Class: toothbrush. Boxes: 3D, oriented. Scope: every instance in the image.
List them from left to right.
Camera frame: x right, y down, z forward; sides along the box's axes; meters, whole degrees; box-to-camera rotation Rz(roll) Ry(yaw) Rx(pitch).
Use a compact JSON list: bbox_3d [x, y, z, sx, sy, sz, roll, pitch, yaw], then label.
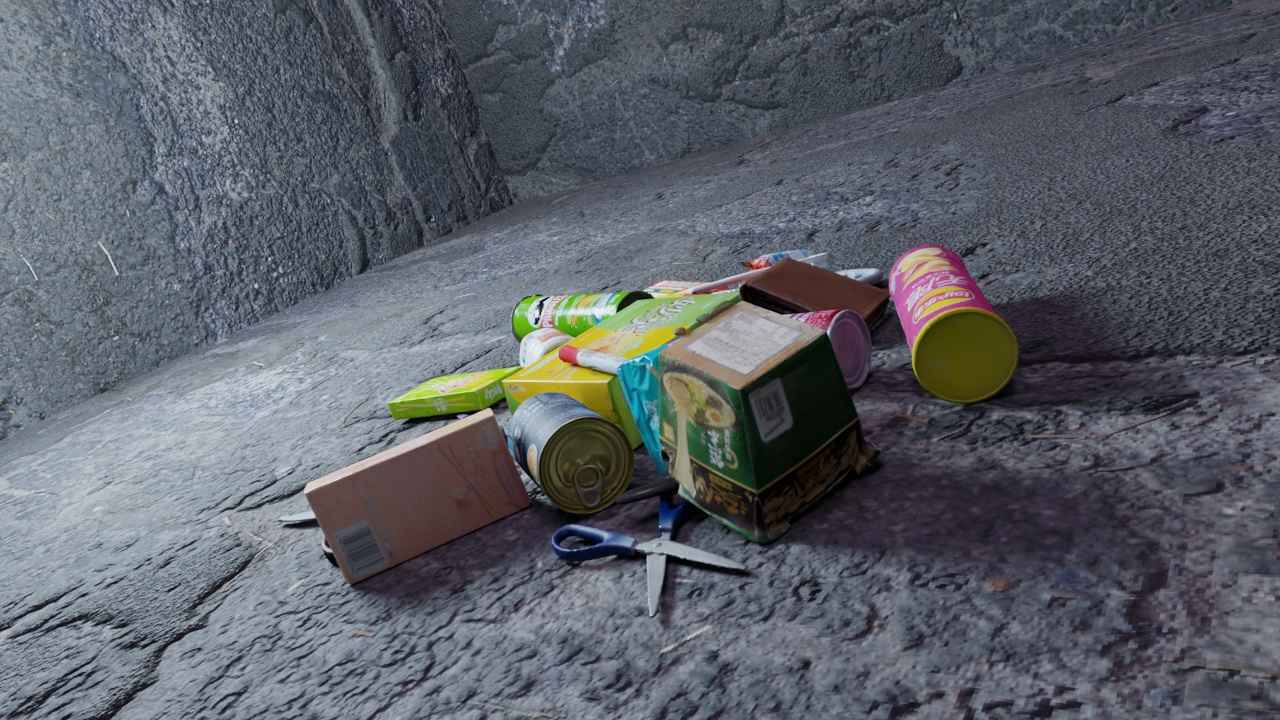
[{"bbox_3d":[-0.175,0.067,0.987,0.014,0.017,0.189,-22,14,-22],"label":"toothbrush"},{"bbox_3d":[0.068,0.073,0.658,0.181,0.018,0.015,-17,23,-6],"label":"toothbrush"},{"bbox_3d":[0.136,-0.095,1.026,0.179,0.016,0.016,-15,7,-20],"label":"toothbrush"}]

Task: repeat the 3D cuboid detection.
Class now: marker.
[{"bbox_3d":[-0.031,0.002,0.778,0.017,0.017,0.145,-28,20,-26],"label":"marker"}]

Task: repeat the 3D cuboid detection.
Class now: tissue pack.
[{"bbox_3d":[0.053,0.024,0.711,0.133,0.093,0.050,-24,5,-32],"label":"tissue pack"}]

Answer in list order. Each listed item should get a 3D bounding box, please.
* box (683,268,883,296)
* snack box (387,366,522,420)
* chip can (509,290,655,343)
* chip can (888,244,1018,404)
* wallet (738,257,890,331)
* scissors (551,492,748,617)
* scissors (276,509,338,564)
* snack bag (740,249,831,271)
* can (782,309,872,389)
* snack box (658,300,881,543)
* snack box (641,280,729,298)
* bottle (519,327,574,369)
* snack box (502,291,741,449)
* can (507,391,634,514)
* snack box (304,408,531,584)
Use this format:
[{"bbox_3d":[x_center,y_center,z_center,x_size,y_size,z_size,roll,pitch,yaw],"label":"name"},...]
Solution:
[{"bbox_3d":[0.150,-0.071,1.026,0.157,0.039,0.201,-15,11,-32],"label":"box"},{"bbox_3d":[-0.220,0.039,1.100,0.157,0.026,0.085,-8,16,36],"label":"snack box"},{"bbox_3d":[-0.073,-0.050,1.148,0.072,0.072,0.236,-31,20,-34],"label":"chip can"},{"bbox_3d":[0.244,-0.038,0.738,0.071,0.071,0.210,-15,17,15],"label":"chip can"},{"bbox_3d":[0.168,-0.060,0.883,0.124,0.032,0.101,25,36,25],"label":"wallet"},{"bbox_3d":[0.007,0.119,0.612,0.163,0.012,0.173,-9,19,27],"label":"scissors"},{"bbox_3d":[-0.263,0.141,0.854,0.226,0.015,0.188,-16,17,16],"label":"scissors"},{"bbox_3d":[0.171,-0.114,1.075,0.104,0.026,0.048,-11,17,-18],"label":"snack bag"},{"bbox_3d":[0.137,-0.007,0.771,0.094,0.066,0.066,-3,23,44],"label":"can"},{"bbox_3d":[0.075,0.031,0.603,0.118,0.106,0.118,-33,36,-26],"label":"snack box"},{"bbox_3d":[0.042,-0.076,1.175,0.076,0.027,0.156,-26,17,-24],"label":"snack box"},{"bbox_3d":[-0.104,-0.003,1.047,0.068,0.068,0.197,-23,13,-12],"label":"bottle"},{"bbox_3d":[-0.005,0.005,0.890,0.158,0.070,0.209,-1,25,46],"label":"snack box"},{"bbox_3d":[-0.059,0.070,0.734,0.075,0.075,0.111,-24,16,-16],"label":"can"},{"bbox_3d":[-0.176,0.107,0.733,0.157,0.084,0.026,-23,14,-11],"label":"snack box"}]
